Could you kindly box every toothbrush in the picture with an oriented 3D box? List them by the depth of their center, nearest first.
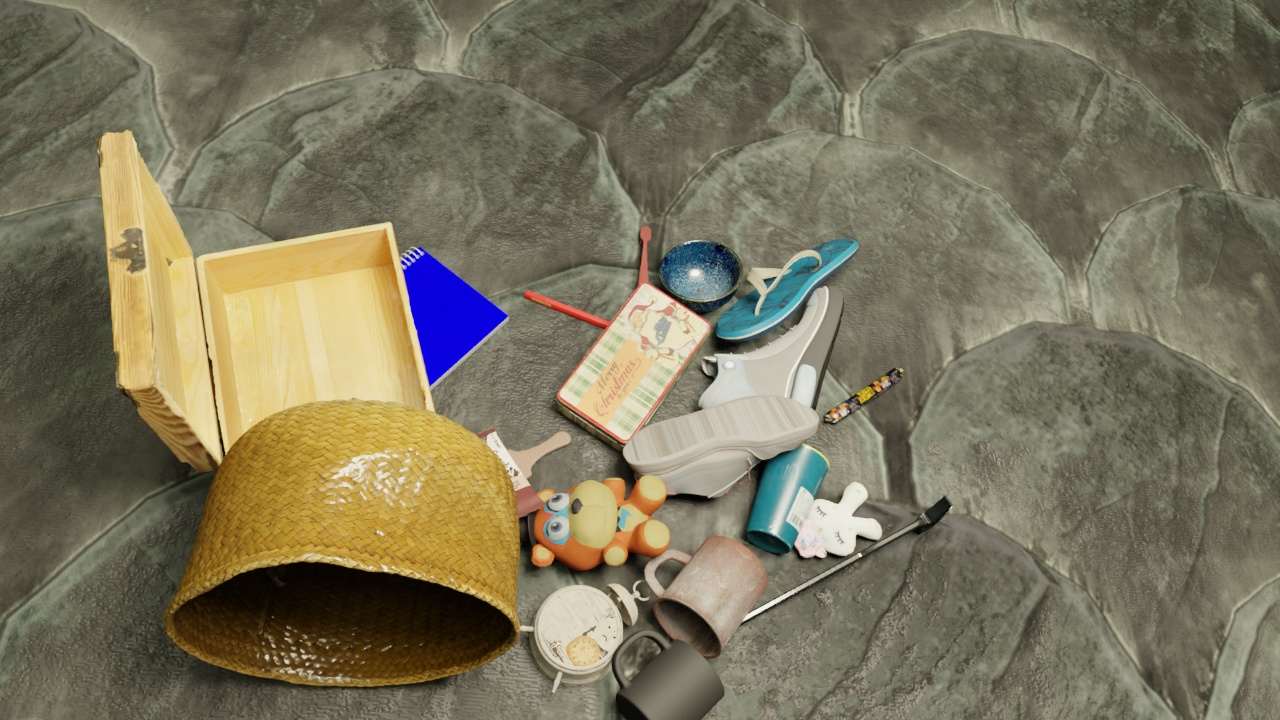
[{"bbox_3d":[-0.060,-0.049,1.239,0.212,0.012,0.017,21,57,3],"label":"toothbrush"},{"bbox_3d":[0.003,-0.114,1.283,0.016,0.016,0.189,7,54,-6],"label":"toothbrush"}]

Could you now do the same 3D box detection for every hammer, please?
[{"bbox_3d":[0.228,0.246,1.080,0.324,0.095,0.015,-24,66,-16],"label":"hammer"}]

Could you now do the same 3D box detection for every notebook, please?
[{"bbox_3d":[-0.305,-0.041,1.185,0.171,0.022,0.208,37,60,11],"label":"notebook"}]

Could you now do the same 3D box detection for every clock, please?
[{"bbox_3d":[-0.051,0.286,1.005,0.156,0.061,0.103,-28,68,-22],"label":"clock"}]

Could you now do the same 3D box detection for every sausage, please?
[{"bbox_3d":[0.305,0.048,1.243,0.155,0.020,0.020,-29,68,-25],"label":"sausage"}]

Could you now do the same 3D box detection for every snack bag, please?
[{"bbox_3d":[-0.168,0.132,1.073,0.057,0.013,0.158,-21,40,-20],"label":"snack bag"}]

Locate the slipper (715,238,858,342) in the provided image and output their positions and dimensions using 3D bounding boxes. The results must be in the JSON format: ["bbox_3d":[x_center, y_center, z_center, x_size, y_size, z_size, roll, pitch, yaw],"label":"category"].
[{"bbox_3d":[0.196,-0.115,1.269,0.294,0.118,0.060,-38,109,-34],"label":"slipper"}]

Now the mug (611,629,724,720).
[{"bbox_3d":[0.020,0.340,0.969,0.087,0.078,0.113,-36,85,-27],"label":"mug"}]

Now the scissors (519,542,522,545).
[{"bbox_3d":[-0.192,0.167,1.081,0.141,0.015,0.075,22,59,-3],"label":"scissors"}]

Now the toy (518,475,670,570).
[{"bbox_3d":[-0.054,0.188,1.048,0.176,0.096,0.112,-14,50,11],"label":"toy"}]

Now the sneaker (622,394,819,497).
[{"bbox_3d":[0.101,0.115,1.111,0.236,0.089,0.099,-13,34,1],"label":"sneaker"}]

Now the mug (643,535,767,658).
[{"bbox_3d":[0.067,0.252,1.027,0.123,0.096,0.110,37,48,13],"label":"mug"}]

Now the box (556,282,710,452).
[{"bbox_3d":[-0.007,0.007,1.174,0.117,0.051,0.205,33,70,11],"label":"box"}]

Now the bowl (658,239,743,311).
[{"bbox_3d":[0.084,-0.107,1.269,0.114,0.061,0.114,-2,54,2],"label":"bowl"}]

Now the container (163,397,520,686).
[{"bbox_3d":[-0.275,0.179,0.894,0.307,0.308,0.196,4,50,-8],"label":"container"}]

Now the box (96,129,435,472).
[{"bbox_3d":[-0.392,-0.049,0.972,0.286,0.337,0.279,-14,70,-12],"label":"box"}]

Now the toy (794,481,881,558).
[{"bbox_3d":[0.240,0.203,1.125,0.122,0.038,0.079,-25,73,-20],"label":"toy"}]

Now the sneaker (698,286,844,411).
[{"bbox_3d":[0.172,-0.011,1.223,0.160,0.093,0.256,16,56,9],"label":"sneaker"}]

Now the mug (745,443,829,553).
[{"bbox_3d":[0.175,0.168,1.115,0.078,0.078,0.121,24,62,4],"label":"mug"}]

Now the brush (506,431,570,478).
[{"bbox_3d":[-0.141,0.124,1.117,0.135,0.015,0.050,-28,54,-31],"label":"brush"}]
